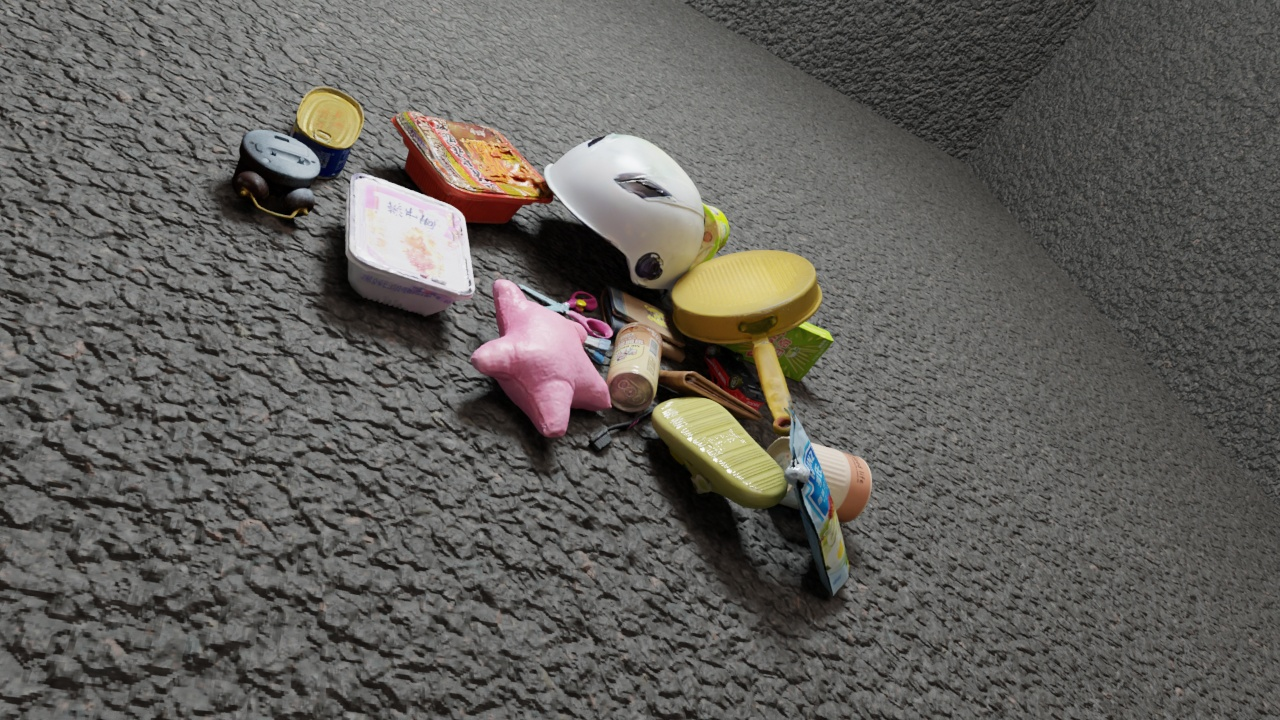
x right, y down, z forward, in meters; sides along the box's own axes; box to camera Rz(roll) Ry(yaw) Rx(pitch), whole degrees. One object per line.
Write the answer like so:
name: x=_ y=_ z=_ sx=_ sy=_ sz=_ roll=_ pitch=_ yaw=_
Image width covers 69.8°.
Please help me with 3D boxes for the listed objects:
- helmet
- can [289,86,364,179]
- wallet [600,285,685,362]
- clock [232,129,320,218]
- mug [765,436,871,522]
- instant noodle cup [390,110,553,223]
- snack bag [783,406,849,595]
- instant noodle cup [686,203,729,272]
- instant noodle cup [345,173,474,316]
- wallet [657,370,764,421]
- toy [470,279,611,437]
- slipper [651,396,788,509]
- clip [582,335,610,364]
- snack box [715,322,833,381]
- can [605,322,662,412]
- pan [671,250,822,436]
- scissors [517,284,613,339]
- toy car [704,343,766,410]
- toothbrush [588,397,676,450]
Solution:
helmet: x=-0.003 y=-0.216 z=1.247 sx=0.229 sy=0.146 sz=0.258 roll=54 pitch=10 yaw=32
can: x=-0.379 y=-0.275 z=1.102 sx=0.074 sy=0.049 sz=0.148 roll=22 pitch=32 yaw=-22
wallet: x=0.004 y=-0.047 z=1.195 sx=0.115 sy=0.033 sz=0.090 roll=25 pitch=30 yaw=-26
clock: x=-0.386 y=-0.192 z=0.970 sx=0.082 sy=0.055 sz=0.121 roll=14 pitch=37 yaw=-34
mug: x=0.200 y=0.134 z=1.096 sx=0.105 sy=0.082 sz=0.114 roll=19 pitch=14 yaw=-25
instant noodle cup: x=-0.222 y=-0.243 z=1.190 sx=0.188 sy=0.079 sz=0.164 roll=-8 pitch=52 yaw=-50
snack bag: x=0.184 y=0.151 z=0.976 sx=0.110 sy=0.039 sz=0.191 roll=-68 pitch=143 yaw=-50
instant noodle cup: x=0.086 y=-0.199 z=1.430 sx=0.111 sy=0.112 sz=0.123 roll=41 pitch=22 yaw=9
instant noodle cup: x=-0.258 y=-0.118 z=0.993 sx=0.138 sy=0.060 sz=0.173 roll=17 pitch=33 yaw=-29
wallet: x=0.080 y=0.042 z=1.102 sx=0.115 sy=0.020 sz=0.101 roll=29 pitch=-8 yaw=-17
toy: x=-0.096 y=0.010 z=0.969 sx=0.178 sy=0.075 sz=0.194 roll=34 pitch=31 yaw=-24
slipper: x=0.078 y=0.112 z=0.996 sx=0.091 sy=0.082 sz=0.190 roll=-8 pitch=34 yaw=-35
clip: x=-0.065 y=-0.021 z=1.095 sx=0.058 sy=0.045 sz=0.027 roll=24 pitch=33 yaw=-1
snack box: x=0.188 y=-0.029 z=1.304 sx=0.156 sy=0.086 sz=0.026 roll=21 pitch=33 yaw=-26
can: x=-0.006 y=0.006 z=1.077 sx=0.058 sy=0.059 sz=0.116 roll=29 pitch=30 yaw=-12
pan: x=0.145 y=-0.033 z=1.143 sx=0.198 sy=0.078 sz=0.356 roll=-13 pitch=29 yaw=3
scissors: x=-0.088 y=-0.060 z=1.128 sx=0.131 sy=0.017 sz=0.133 roll=43 pitch=30 yaw=25
toy car: x=0.119 y=0.023 z=1.198 sx=0.053 sy=0.045 sz=0.120 roll=19 pitch=28 yaw=-31
toothbrush: x=-0.003 y=0.069 z=1.038 sx=0.018 sy=0.014 sz=0.188 roll=53 pitch=32 yaw=9
